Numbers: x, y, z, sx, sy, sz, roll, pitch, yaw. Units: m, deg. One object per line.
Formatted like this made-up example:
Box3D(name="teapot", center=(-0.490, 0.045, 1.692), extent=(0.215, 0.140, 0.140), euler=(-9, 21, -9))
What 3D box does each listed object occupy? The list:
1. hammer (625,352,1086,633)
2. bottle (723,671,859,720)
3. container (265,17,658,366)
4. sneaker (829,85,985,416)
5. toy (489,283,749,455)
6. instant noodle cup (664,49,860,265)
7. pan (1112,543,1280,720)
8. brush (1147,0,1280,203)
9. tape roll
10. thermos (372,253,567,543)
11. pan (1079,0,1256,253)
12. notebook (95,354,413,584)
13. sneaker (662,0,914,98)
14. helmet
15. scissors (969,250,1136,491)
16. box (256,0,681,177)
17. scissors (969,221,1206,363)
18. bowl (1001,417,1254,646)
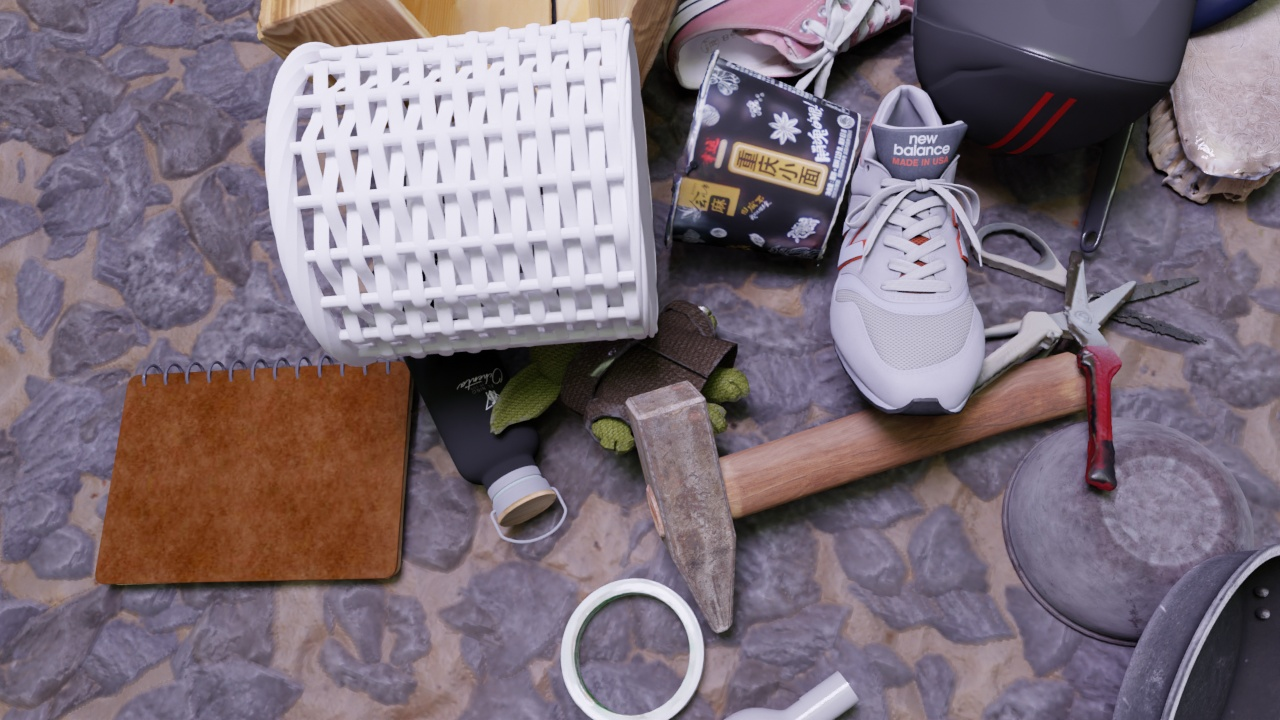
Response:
Box3D(name="hammer", center=(0.152, 0.058, 0.587), extent=(0.300, 0.037, 0.158), euler=(-17, 109, -8))
Box3D(name="bottle", center=(0.046, 0.252, 0.550), extent=(0.195, 0.052, 0.052), euler=(-34, 69, -4))
Box3D(name="container", center=(-0.090, -0.097, 0.545), extent=(0.187, 0.189, 0.189), euler=(-4, 70, 4))
Box3D(name="sneaker", center=(0.163, -0.085, 0.567), extent=(0.089, 0.124, 0.239), euler=(1, 41, 6))
Box3D(name="toy", center=(-0.004, 0.003, 0.625), extent=(0.153, 0.078, 0.178), euler=(27, 54, 15))
Box3D(name="instant noodle cup", center=(0.087, -0.135, 0.644), extent=(0.112, 0.137, 0.137), euler=(15, 73, 4))
Box3D(name="pan", center=(0.370, 0.138, 0.516), extent=(0.356, 0.187, 0.055), euler=(-37, 30, -24))
Box3D(name="brush", center=(0.416, -0.243, 0.667), extent=(0.083, 0.057, 0.270), euler=(3, 72, 9))
Box3D(name="tape roll", center=(-0.005, 0.191, 0.598), extent=(0.094, 0.018, 0.093), euler=(-3, 71, 8))
Box3D(name="thermos", center=(-0.121, 0.025, 0.650), extent=(0.061, 0.061, 0.231), euler=(-30, 69, -3))
Box3D(name="pan", center=(0.362, -0.246, 0.650), extent=(0.199, 0.021, 0.356), euler=(12, 83, 50))
Box3D(name="notebook", center=(-0.279, 0.078, 0.675), extent=(0.225, 0.024, 0.167), euler=(-3, 72, 7))
Box3D(name="sneaker", center=(0.136, -0.259, 0.693), extent=(0.241, 0.118, 0.087), euler=(-20, 49, 7))
Box3D(name="helmet", center=(0.262, -0.226, 0.602), extent=(0.164, 0.170, 0.264), euler=(16, 34, 3))
Box3D(name="scissors", center=(0.262, 0.000, 0.576), extent=(0.179, 0.015, 0.194), euler=(-3, 53, -10))
Box3D(name="box", center=(-0.074, -0.299, 0.666), extent=(0.264, 0.269, 0.278), euler=(-11, 69, 17))
Box3D(name="scissors", center=(0.296, -0.043, 0.638), extent=(0.157, 0.012, 0.168), euler=(-38, 71, -5))
Box3D(name="bowl", center=(0.304, 0.097, 0.558), extent=(0.145, 0.067, 0.144), euler=(-3, 70, 7))
